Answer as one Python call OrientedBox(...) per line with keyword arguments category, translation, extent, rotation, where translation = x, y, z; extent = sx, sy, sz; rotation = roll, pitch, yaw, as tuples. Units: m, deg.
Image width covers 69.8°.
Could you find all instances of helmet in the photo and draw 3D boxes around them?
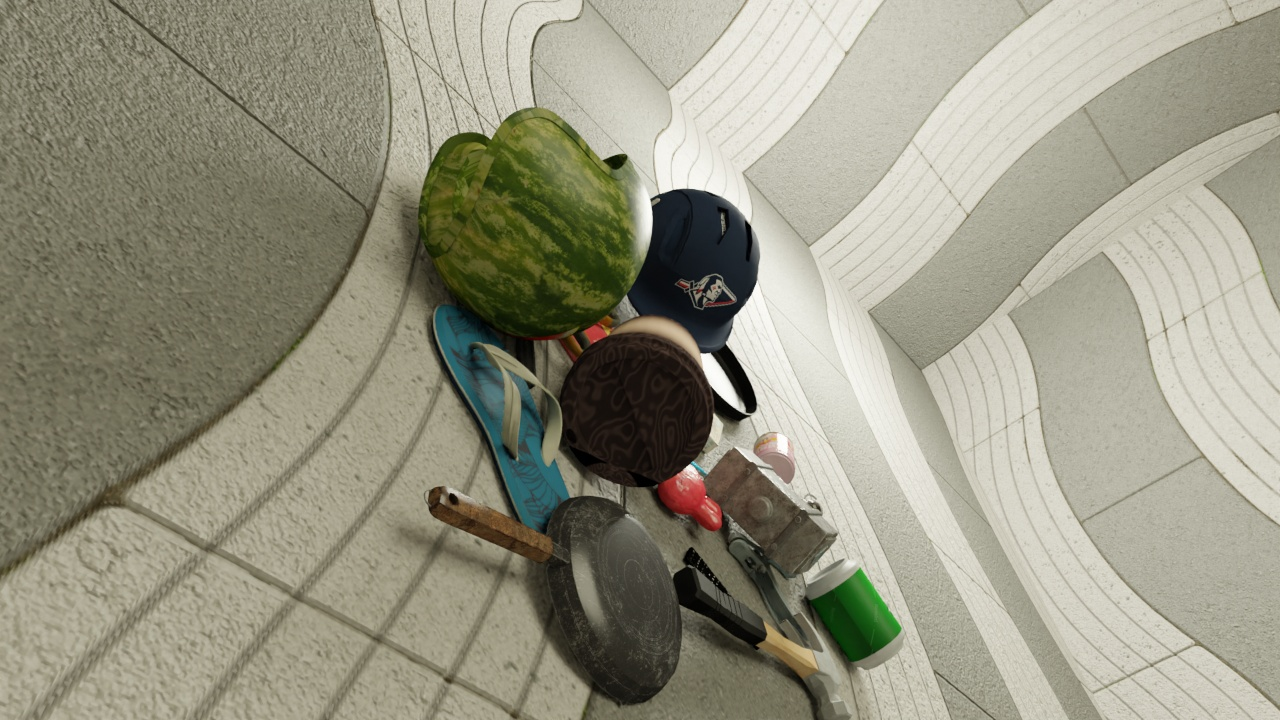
OrientedBox(category="helmet", translation=(-0.109, -0.142, 1.027), extent=(0.247, 0.214, 0.243), rotation=(19, 80, -34))
OrientedBox(category="helmet", translation=(0.076, -0.139, 1.415), extent=(0.232, 0.224, 0.271), rotation=(24, 57, -29))

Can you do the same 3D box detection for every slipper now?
OrientedBox(category="slipper", translation=(-0.121, 0.054, 0.927), extent=(0.118, 0.060, 0.294), rotation=(22, 36, -59))

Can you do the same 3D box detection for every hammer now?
OrientedBox(category="hammer", translation=(0.219, 0.218, 1.327), extent=(0.177, 0.079, 0.326), rotation=(43, 9, 24))
OrientedBox(category="hammer", translation=(0.140, 0.316, 1.054), extent=(0.328, 0.039, 0.131), rotation=(42, 22, -39))

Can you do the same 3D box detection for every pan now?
OrientedBox(category="pan", translation=(0.084, -0.009, 1.502), extent=(0.356, 0.034, 0.225), rotation=(21, 37, -55))
OrientedBox(category="pan", translation=(-0.058, 0.183, 0.820), extent=(0.357, 0.040, 0.207), rotation=(42, 29, -45))

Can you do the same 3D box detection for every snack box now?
OrientedBox(category="snack box", translation=(0.064, 0.061, 1.357), extent=(0.150, 0.026, 0.081), rotation=(50, 21, -8))
OrientedBox(category="snack box", translation=(-0.073, -0.038, 1.231), extent=(0.089, 0.021, 0.132), rotation=(56, 21, 9))

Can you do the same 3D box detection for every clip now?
OrientedBox(category="clip", translation=(0.187, 0.305, 1.226), extent=(0.164, 0.032, 0.165), rotation=(19, 38, -58))

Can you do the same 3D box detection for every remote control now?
OrientedBox(category="remote control", translation=(0.100, 0.283, 1.094), extent=(0.140, 0.009, 0.030), rotation=(52, 20, -3))

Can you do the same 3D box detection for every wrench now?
OrientedBox(category="wrench", translation=(-0.144, -0.062, 1.129), extent=(0.073, 0.018, 0.272), rotation=(38, 27, -35))

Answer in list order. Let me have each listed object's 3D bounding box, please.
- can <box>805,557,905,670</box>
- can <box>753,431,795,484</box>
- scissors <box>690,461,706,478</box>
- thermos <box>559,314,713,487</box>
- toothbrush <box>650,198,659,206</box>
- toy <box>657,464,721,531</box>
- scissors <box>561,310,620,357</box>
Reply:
OrientedBox(category="can", translation=(0.303, 0.358, 1.299), extent=(0.140, 0.088, 0.087), rotation=(56, 21, 9))
OrientedBox(category="can", translation=(0.212, 0.158, 1.457), extent=(0.067, 0.067, 0.076), rotation=(48, 21, -12))
OrientedBox(category="scissors", translation=(0.047, 0.119, 1.248), extent=(0.134, 0.011, 0.139), rotation=(38, 24, -29))
OrientedBox(category="thermos", translation=(0.004, 0.032, 1.093), extent=(0.172, 0.173, 0.225), rotation=(50, 14, -8))
OrientedBox(category="toothbrush", translation=(-0.047, -0.178, 1.286), extent=(0.010, 0.182, 0.010), rotation=(62, 19, 6))
OrientedBox(category="toy", translation=(0.053, 0.158, 1.146), extent=(0.135, 0.045, 0.091), rotation=(47, 22, 3))
OrientedBox(category="scissors", translation=(-0.097, -0.077, 1.188), extent=(0.225, 0.016, 0.229), rotation=(32, 26, -37))
